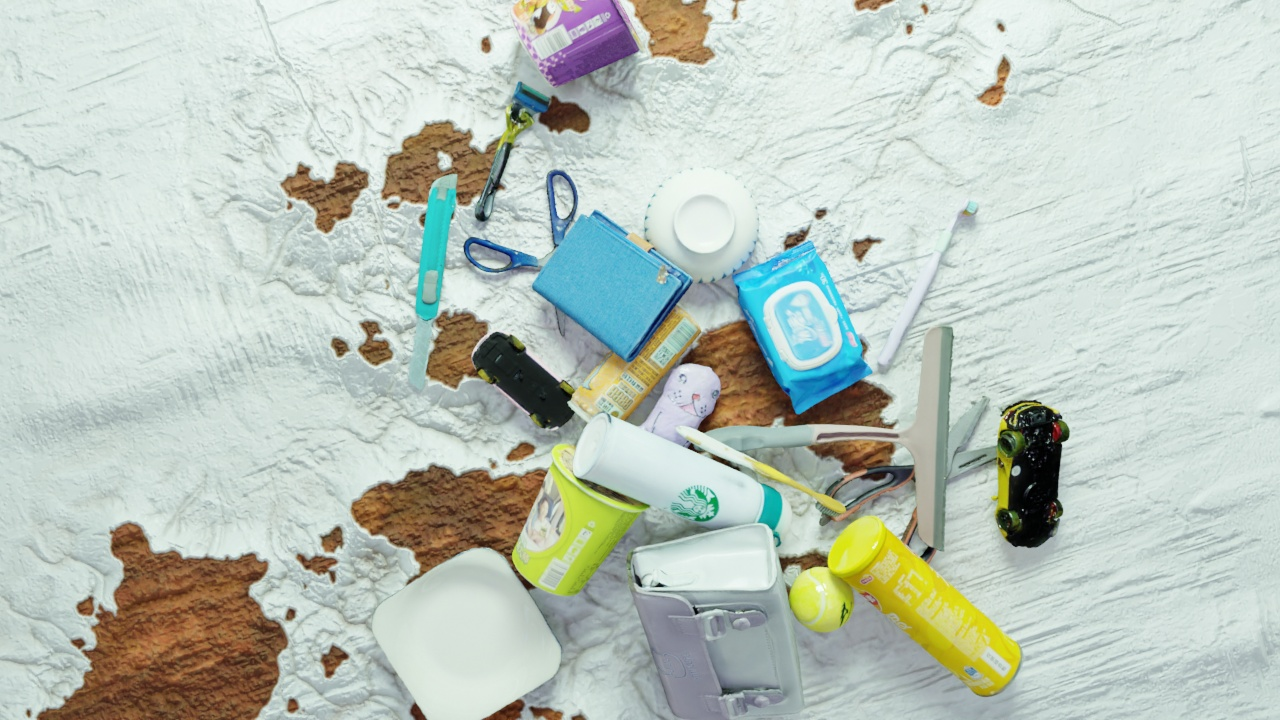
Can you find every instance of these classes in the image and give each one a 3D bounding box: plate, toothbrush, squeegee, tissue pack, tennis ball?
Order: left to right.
[{"bbox_3d":[-0.180,0.288,0.961,0.163,0.034,0.164,-30,95,3],"label":"plate"},{"bbox_3d":[0.119,0.112,0.920,0.191,0.016,0.018,26,125,-3],"label":"toothbrush"},{"bbox_3d":[0.163,-0.033,0.922,0.095,0.052,0.157,-25,95,2],"label":"tissue pack"},{"bbox_3d":[0.179,0.078,0.923,0.250,0.040,0.248,-1,114,10],"label":"squeegee"},{"bbox_3d":[0.186,0.245,0.940,0.065,0.065,0.065,0,95,0],"label":"tennis ball"},{"bbox_3d":[0.291,-0.077,0.935,0.021,0.029,0.189,32,98,38],"label":"toothbrush"}]

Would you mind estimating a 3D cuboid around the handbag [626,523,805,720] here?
[{"bbox_3d":[0.077,0.265,0.897,0.145,0.098,0.197,-9,123,12],"label":"handbag"}]

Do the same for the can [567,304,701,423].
[{"bbox_3d":[-0.005,0.005,0.918,0.058,0.058,0.146,41,89,-3],"label":"can"}]

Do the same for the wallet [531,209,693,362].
[{"bbox_3d":[-0.028,-0.076,0.898,0.133,0.040,0.106,37,92,20],"label":"wallet"}]

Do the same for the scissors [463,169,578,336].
[{"bbox_3d":[-0.092,-0.112,0.936,0.173,0.012,0.162,16,96,-3],"label":"scissors"}]

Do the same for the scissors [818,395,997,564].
[{"bbox_3d":[0.291,0.132,0.956,0.189,0.015,0.227,13,94,-1],"label":"scissors"}]

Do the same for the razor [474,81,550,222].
[{"bbox_3d":[-0.137,-0.207,0.923,0.042,0.022,0.143,15,101,-45],"label":"razor"}]

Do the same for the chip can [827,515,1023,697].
[{"bbox_3d":[0.289,0.248,0.925,0.213,0.072,0.072,41,94,-10],"label":"chip can"}]

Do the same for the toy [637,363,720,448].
[{"bbox_3d":[0.038,0.050,0.934,0.084,0.039,0.108,31,96,-23],"label":"toy"}]

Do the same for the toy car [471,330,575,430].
[{"bbox_3d":[-0.118,0.020,0.937,0.122,0.037,0.056,43,91,-16],"label":"toy car"}]

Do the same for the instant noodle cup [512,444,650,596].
[{"bbox_3d":[-0.067,0.165,0.919,0.111,0.111,0.123,30,103,-3],"label":"instant noodle cup"}]

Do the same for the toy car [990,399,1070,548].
[{"bbox_3d":[0.393,0.118,0.934,0.071,0.041,0.156,-11,107,-17],"label":"toy car"}]

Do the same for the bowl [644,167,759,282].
[{"bbox_3d":[0.062,-0.135,0.906,0.116,0.066,0.116,0,95,0],"label":"bowl"}]

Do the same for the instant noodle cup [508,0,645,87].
[{"bbox_3d":[-0.064,-0.321,0.875,0.099,0.111,0.111,-27,95,12],"label":"instant noodle cup"}]

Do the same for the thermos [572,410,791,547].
[{"bbox_3d":[0.047,0.123,0.895,0.224,0.073,0.073,25,95,-21],"label":"thermos"}]

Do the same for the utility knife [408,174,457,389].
[{"bbox_3d":[-0.214,-0.080,0.938,0.029,0.013,0.223,8,95,-1],"label":"utility knife"}]
